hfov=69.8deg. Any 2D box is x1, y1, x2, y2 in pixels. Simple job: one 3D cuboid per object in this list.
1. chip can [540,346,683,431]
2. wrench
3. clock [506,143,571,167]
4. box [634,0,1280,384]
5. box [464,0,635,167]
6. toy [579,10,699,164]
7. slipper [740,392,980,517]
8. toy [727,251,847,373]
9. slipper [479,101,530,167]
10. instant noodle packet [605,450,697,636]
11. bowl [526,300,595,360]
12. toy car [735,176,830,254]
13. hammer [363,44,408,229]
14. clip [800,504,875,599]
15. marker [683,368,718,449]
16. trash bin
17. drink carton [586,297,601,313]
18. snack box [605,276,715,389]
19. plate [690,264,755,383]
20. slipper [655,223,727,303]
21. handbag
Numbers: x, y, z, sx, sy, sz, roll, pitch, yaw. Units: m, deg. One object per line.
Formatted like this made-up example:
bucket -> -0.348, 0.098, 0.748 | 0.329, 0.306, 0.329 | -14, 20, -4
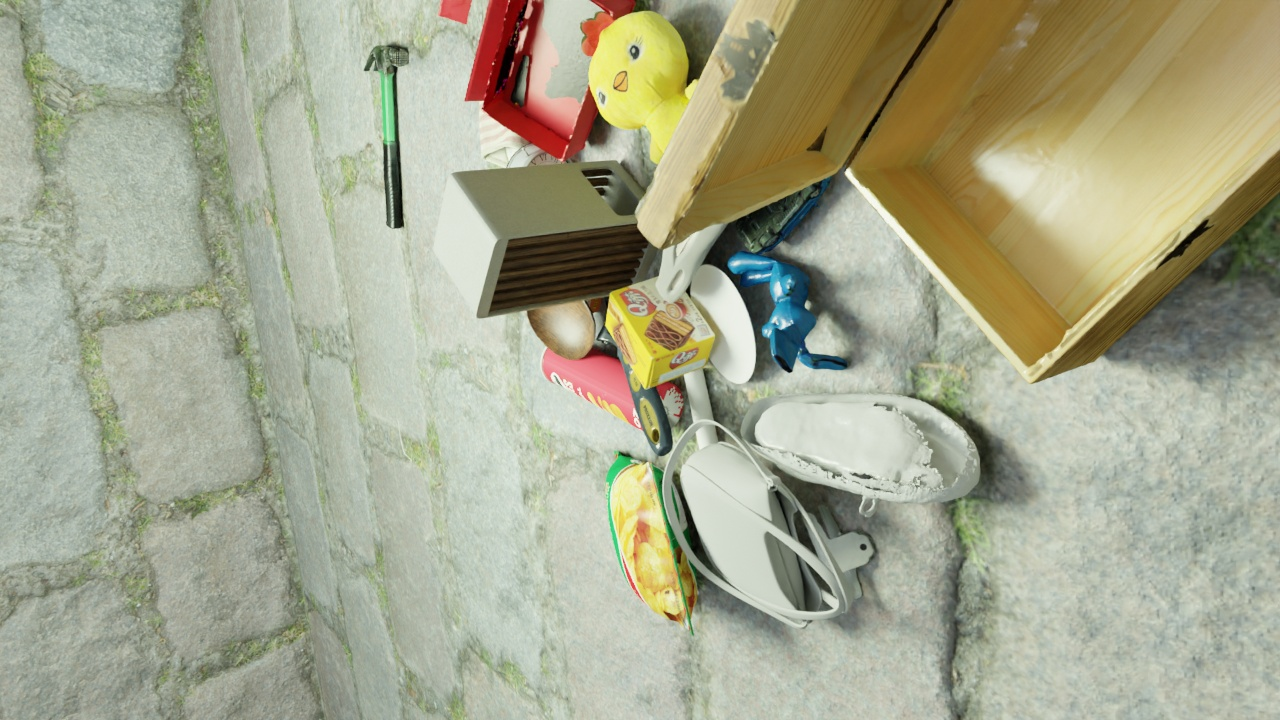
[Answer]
chip can -> -0.041, 0.029, 1.172 | 0.221, 0.069, 0.069 | 24, 120, 48
wrench -> -0.006, 0.006, 1.085 | 0.073, 0.022, 0.273 | -46, 41, 24
clock -> -0.127, -0.221, 1.191 | 0.035, 0.094, 0.123 | 24, 125, 45
box -> 0.193, -0.163, 0.568 | 0.286, 0.333, 0.280 | 58, 143, 27
box -> -0.128, -0.343, 1.056 | 0.165, 0.152, 0.214 | 31, 131, 5
toy -> 0.019, -0.286, 0.978 | 0.207, 0.092, 0.134 | 57, 140, 8
slipper -> 0.201, 0.085, 0.855 | 0.247, 0.074, 0.112 | 6, 75, 51
toy -> 0.143, -0.047, 0.895 | 0.071, 0.112, 0.176 | -35, 44, 16
slipper -> -0.179, -0.292, 1.274 | 0.115, 0.052, 0.263 | -8, 95, 54
instant noodle packet -> 0.011, 0.212, 1.125 | 0.253, 0.090, 0.195 | 168, 89, -79
bowl -> -0.096, -0.057, 1.175 | 0.114, 0.026, 0.102 | 43, 130, 15
toy car -> 0.139, -0.155, 0.885 | 0.056, 0.043, 0.120 | 61, 140, 21
hammer -> -0.446, -0.393, 1.631 | 0.130, 0.032, 0.319 | 28, 123, 46
clip -> 0.203, 0.194, 0.923 | 0.052, 0.058, 0.102 | 120, 130, -75
marker -> 0.073, 0.076, 1.066 | 0.023, 0.027, 0.133 | -10, 93, 52
trash bin -> -0.103, -0.145, 1.063 | 0.114, 0.228, 0.115 | 53, 139, 30
drink carton -> -0.103, -0.118, 1.227 | 0.125, 0.048, 0.076 | 41, 132, 40
snack box -> 0.020, -0.036, 1.042 | 0.105, 0.083, 0.061 | 58, 157, 29
plate -> 0.092, -0.040, 0.993 | 0.134, 0.011, 0.135 | 53, 154, 40
slipper -> 0.057, -0.165, 0.931 | 0.080, 0.112, 0.267 | 30, 143, -2
handbag -> 0.125, 0.180, 0.924 | 0.223, 0.095, 0.216 | 28, 144, 55
